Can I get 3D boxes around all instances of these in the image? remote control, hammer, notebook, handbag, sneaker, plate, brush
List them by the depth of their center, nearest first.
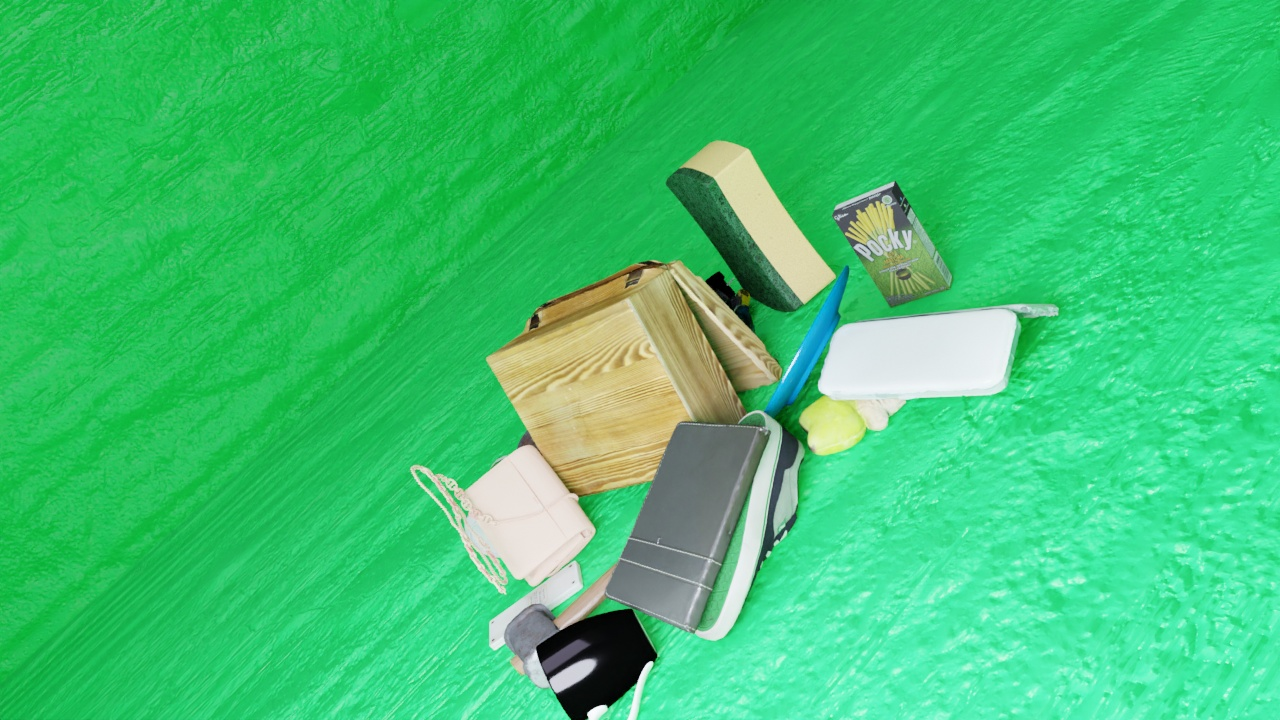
[{"bbox_3d":[0.115,0.171,0.920,0.084,0.079,0.234,-22,43,55],"label":"sneaker"},{"bbox_3d":[0.045,0.161,0.938,0.170,0.029,0.208,-3,57,62],"label":"notebook"},{"bbox_3d":[-0.014,0.231,1.033,0.328,0.052,0.098,-40,21,-14],"label":"hammer"},{"bbox_3d":[0.193,-0.005,1.058,0.224,0.024,0.224,-58,-9,-15],"label":"plate"},{"bbox_3d":[-0.128,0.298,1.117,0.136,0.011,0.050,-36,21,5],"label":"remote control"},{"bbox_3d":[-0.152,0.180,1.120,0.116,0.187,0.198,-41,58,0],"label":"handbag"},{"bbox_3d":[0.153,-0.191,1.317,0.075,0.250,0.195,-40,18,-4],"label":"brush"}]

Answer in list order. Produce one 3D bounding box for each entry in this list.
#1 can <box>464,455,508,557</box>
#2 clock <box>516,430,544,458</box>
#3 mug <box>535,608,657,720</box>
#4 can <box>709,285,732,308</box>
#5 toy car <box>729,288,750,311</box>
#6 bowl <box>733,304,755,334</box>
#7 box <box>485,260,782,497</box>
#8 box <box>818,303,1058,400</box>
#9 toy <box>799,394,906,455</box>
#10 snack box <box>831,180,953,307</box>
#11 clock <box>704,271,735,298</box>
[{"bbox_3d":[-0.188,0.204,1.297,0.088,0.088,0.139,-27,24,27],"label":"can"},{"bbox_3d":[-0.116,0.117,1.377,0.158,0.073,0.121,-16,31,43],"label":"clock"},{"bbox_3d":[-0.031,0.301,0.884,0.100,0.085,0.118,-29,51,-6],"label":"mug"},{"bbox_3d":[0.080,-0.045,1.368,0.138,0.054,0.054,-55,18,14],"label":"can"},{"bbox_3d":[0.143,-0.067,1.383,0.049,0.030,0.106,-44,17,35],"label":"toy car"},{"bbox_3d":[0.122,-0.023,1.277,0.110,0.055,0.110,-44,-8,-8],"label":"bowl"},{"bbox_3d":[-0.010,0.001,1.193,0.280,0.258,0.219,-18,17,44],"label":"box"},{"bbox_3d":[0.303,-0.023,0.951,0.211,0.084,0.185,-3,32,49],"label":"box"},{"bbox_3d":[0.228,0.058,0.986,0.115,0.046,0.092,-27,22,9],"label":"toy"},{"bbox_3d":[0.305,-0.137,1.108,0.080,0.147,0.025,-19,29,41],"label":"snack box"},{"bbox_3d":[0.097,-0.085,1.438,0.120,0.042,0.091,-42,-7,-7],"label":"clock"}]
